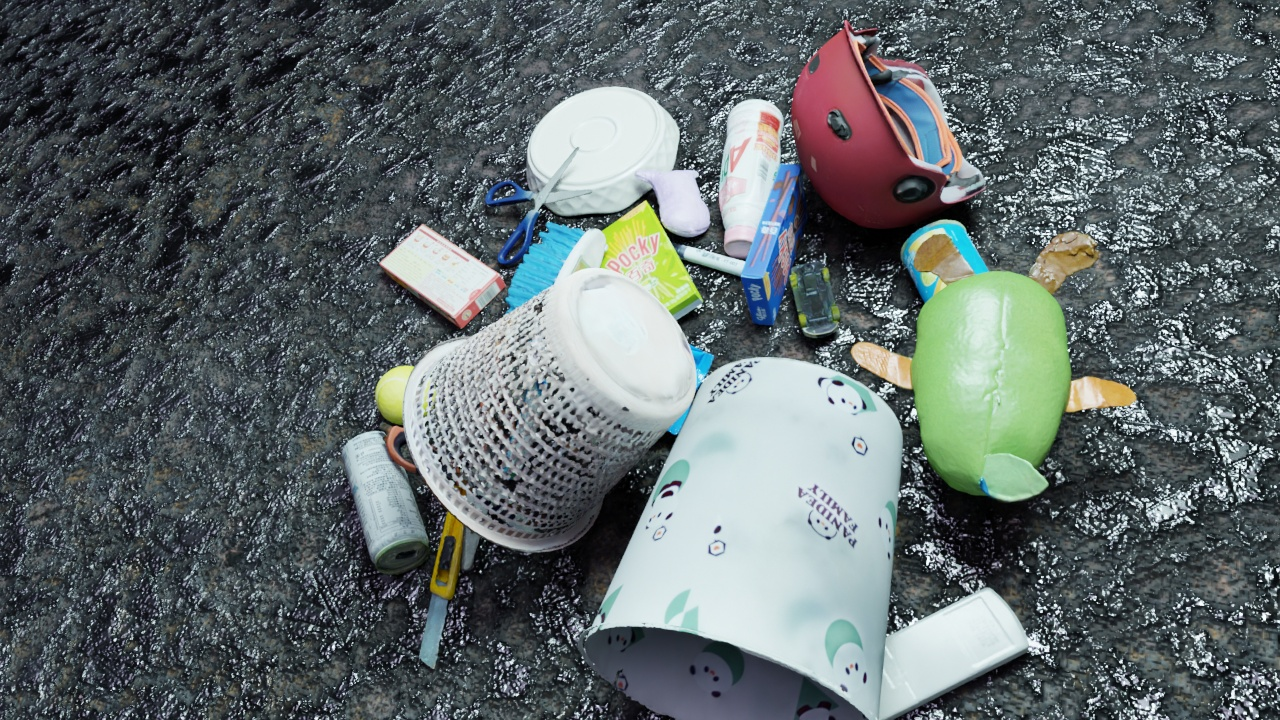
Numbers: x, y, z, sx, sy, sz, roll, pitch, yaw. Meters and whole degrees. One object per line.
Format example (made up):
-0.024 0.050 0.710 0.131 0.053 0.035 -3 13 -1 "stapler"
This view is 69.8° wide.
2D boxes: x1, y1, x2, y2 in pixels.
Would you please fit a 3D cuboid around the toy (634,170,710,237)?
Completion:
0.044 -0.188 1.079 0.083 0.039 0.108 -4 56 -19 "toy"

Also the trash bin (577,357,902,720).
0.099 0.151 0.740 0.230 0.230 0.251 7 53 21 "trash bin"

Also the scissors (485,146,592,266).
-0.131 -0.190 1.118 0.176 0.012 0.162 17 83 37 "scissors"

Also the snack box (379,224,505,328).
-0.244 -0.105 1.122 0.156 0.027 0.077 33 72 32 "snack box"

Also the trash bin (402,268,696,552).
-0.066 0.029 0.816 0.193 0.227 0.227 -39 45 35 "trash bin"

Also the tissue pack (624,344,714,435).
-0.006 0.005 0.946 0.157 0.052 0.095 28 90 30 "tissue pack"

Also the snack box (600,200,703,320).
0.003 -0.102 1.035 0.086 0.026 0.156 -33 53 11 "snack box"

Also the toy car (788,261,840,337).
0.183 -0.061 0.960 0.042 0.035 0.090 -13 55 10 "toy car"

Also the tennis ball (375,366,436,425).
-0.257 0.039 1.006 0.065 0.065 0.065 -8 55 11 "tennis ball"

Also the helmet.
0.232 -0.229 0.954 0.144 0.239 0.206 -34 59 33 "helmet"

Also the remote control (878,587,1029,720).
0.238 0.242 0.749 0.150 0.021 0.058 -26 54 -1 "remote control"

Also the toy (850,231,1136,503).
0.293 0.002 0.768 0.227 0.090 0.246 8 69 18 "toy"

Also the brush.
-0.113 -0.020 1.002 0.110 0.060 0.313 9 65 36 "brush"

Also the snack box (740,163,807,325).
0.146 -0.125 0.983 0.026 0.084 0.156 9 61 22 "snack box"

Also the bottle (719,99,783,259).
0.125 -0.208 1.059 0.068 0.068 0.196 0 62 17 "bottle"

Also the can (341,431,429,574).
-0.263 0.144 0.942 0.058 0.058 0.146 -28 54 -3 "can"

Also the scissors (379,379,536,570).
-0.171 0.110 0.945 0.226 0.015 0.188 32 55 15 "scissors"

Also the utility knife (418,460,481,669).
-0.188 0.195 0.912 0.033 0.015 0.218 -4 57 17 "utility knife"

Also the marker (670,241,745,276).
0.074 -0.113 1.039 0.131 0.018 0.022 20 75 28 "marker"

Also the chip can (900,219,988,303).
0.321 -0.038 0.881 0.071 0.071 0.210 -17 54 5 "chip can"

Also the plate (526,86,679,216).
-0.054 -0.273 1.167 0.205 0.045 0.204 -8 56 11 "plate"
